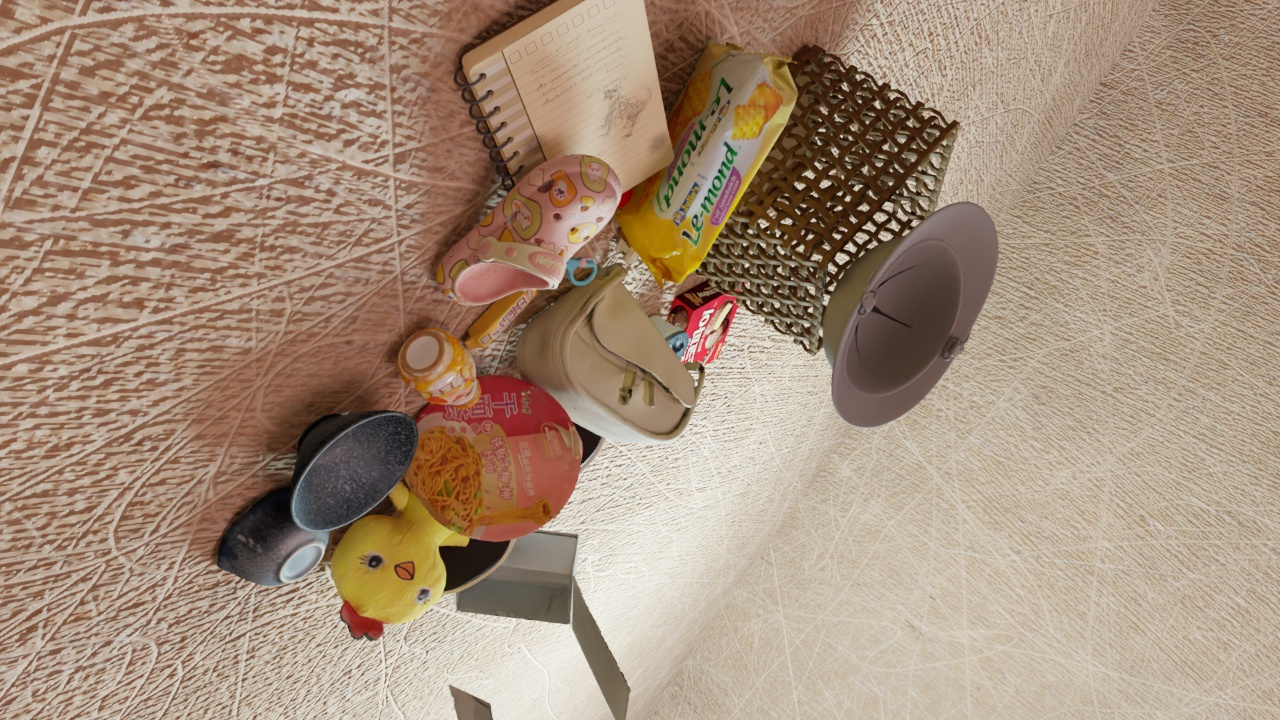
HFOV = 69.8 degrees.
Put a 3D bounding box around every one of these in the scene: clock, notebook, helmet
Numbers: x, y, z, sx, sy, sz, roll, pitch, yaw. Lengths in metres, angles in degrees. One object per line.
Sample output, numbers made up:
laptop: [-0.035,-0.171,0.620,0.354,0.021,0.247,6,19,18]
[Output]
clock: [0.013,-0.008,1.247,0.117,0.057,0.083,-42,156,-22]
notebook: [-0.055,-0.209,0.797,0.167,0.024,0.226,-33,150,-8]
helmet: [0.276,-0.065,1.039,0.183,0.118,0.271,21,102,-35]

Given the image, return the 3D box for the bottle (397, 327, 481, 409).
bottle: [-0.189,0.013,0.887,0.063,0.063,0.109,-48,156,-10]

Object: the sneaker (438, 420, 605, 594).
sneaker: [-0.166,0.161,1.131,0.293,0.111,0.116,-48,177,-11]

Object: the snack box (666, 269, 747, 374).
snack box: [0.085,-0.047,1.353,0.132,0.036,0.152,-30,149,-42]

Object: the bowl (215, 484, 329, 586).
bowl: [-0.334,0.173,0.862,0.110,0.055,0.110,-42,156,-24]

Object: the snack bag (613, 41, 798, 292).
snack bag: [0.061,-0.201,0.926,0.068,0.159,0.248,23,107,-27]

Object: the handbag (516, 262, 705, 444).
handbag: [-0.006,0.006,1.045,0.229,0.132,0.183,53,55,-34]

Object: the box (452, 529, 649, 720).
box: [-0.115,0.341,1.154,0.164,0.330,0.167,-26,148,-23]

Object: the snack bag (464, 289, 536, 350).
snack bag: [-0.142,-0.048,0.942,0.099,0.020,0.026,-47,158,-11]

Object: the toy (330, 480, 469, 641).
toy: [-0.258,0.202,1.005,0.207,0.092,0.134,-52,122,-16]

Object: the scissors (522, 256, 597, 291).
scissors: [-0.075,-0.123,0.933,0.135,0.015,0.130,3,105,-64]

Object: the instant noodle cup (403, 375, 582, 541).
instant noodle cup: [-0.157,0.112,0.980,0.178,0.178,0.078,-42,171,-23]

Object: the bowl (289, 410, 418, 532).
bowl: [-0.275,0.086,0.840,0.136,0.057,0.137,-42,155,-24]

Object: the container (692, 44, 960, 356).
container: [0.212,-0.197,1.139,0.251,0.214,0.220,-45,156,-16]

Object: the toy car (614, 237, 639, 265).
toy car: [0.009,-0.163,1.038,0.113,0.039,0.039,-60,180,16]

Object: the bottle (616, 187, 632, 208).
bottle: [-0.037,-0.193,0.904,0.036,0.036,0.119,-49,157,-7]

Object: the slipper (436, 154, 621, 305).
slipper: [-0.093,-0.096,0.814,0.198,0.081,0.093,-35,149,21]
